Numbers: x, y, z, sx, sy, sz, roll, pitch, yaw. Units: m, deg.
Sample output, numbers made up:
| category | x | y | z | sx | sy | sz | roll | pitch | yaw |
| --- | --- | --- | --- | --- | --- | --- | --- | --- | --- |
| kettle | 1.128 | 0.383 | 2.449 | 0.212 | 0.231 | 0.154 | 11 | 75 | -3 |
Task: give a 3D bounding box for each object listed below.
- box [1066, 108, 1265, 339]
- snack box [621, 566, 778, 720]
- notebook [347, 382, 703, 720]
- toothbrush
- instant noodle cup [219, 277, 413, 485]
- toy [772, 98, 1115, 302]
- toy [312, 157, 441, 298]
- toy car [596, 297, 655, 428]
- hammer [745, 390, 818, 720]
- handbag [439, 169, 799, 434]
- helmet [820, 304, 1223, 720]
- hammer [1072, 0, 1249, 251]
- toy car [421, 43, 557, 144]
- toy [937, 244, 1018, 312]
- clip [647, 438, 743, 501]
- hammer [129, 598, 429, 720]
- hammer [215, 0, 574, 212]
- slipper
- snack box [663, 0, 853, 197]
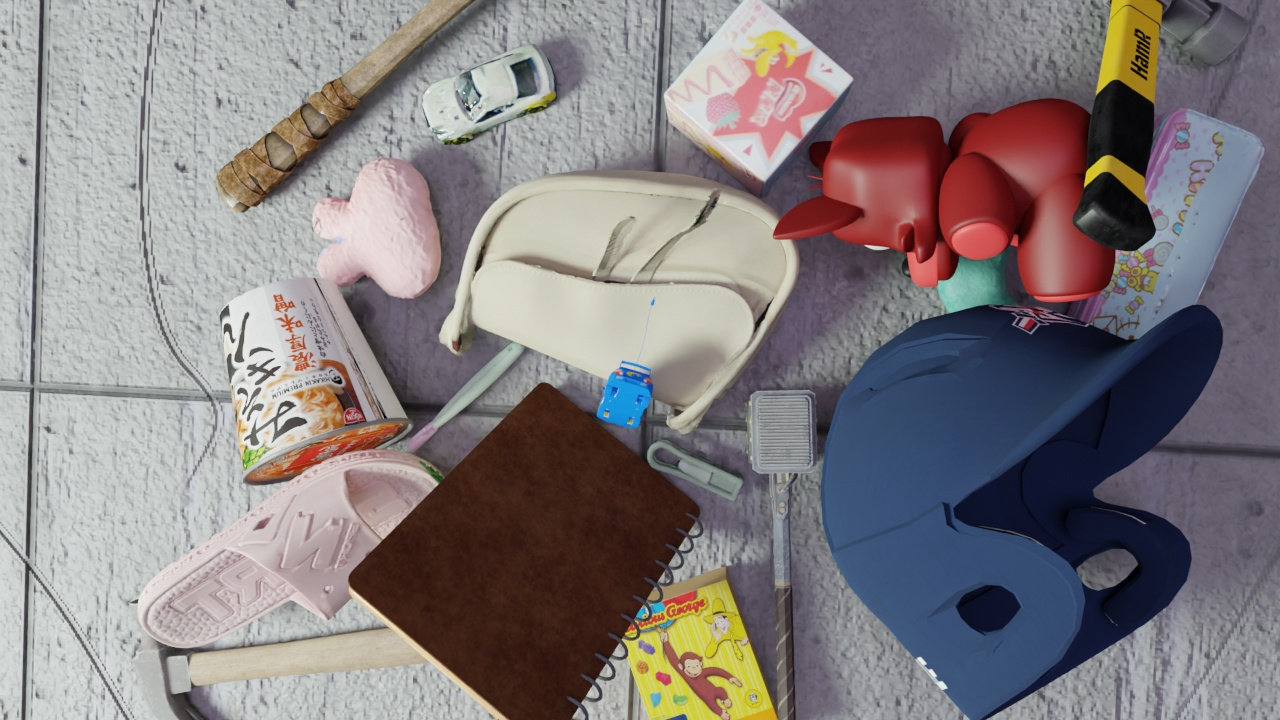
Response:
| category | x | y | z | sx | sy | sz | roll | pitch | yaw |
| --- | --- | --- | --- | --- | --- | --- | --- | --- | --- |
| box | 0.358 | -0.065 | 0.646 | 0.076 | 0.033 | 0.214 | 19 | 98 | 0 |
| snack box | 0.044 | 0.232 | 0.687 | 0.088 | 0.040 | 0.126 | -20 | 90 | 5 |
| notebook | -0.063 | 0.129 | 0.621 | 0.167 | 0.224 | 0.024 | 39 | 133 | 2 |
| toothbrush | -0.147 | 0.040 | 0.710 | 0.155 | 0.015 | 0.022 | -44 | 60 | 4 |
| instant noodle cup | -0.246 | 0.012 | 0.673 | 0.124 | 0.123 | 0.121 | -23 | 80 | 5 |
| toy | 0.199 | -0.107 | 0.601 | 0.197 | 0.158 | 0.121 | 3 | 128 | 20 |
| toy | -0.202 | -0.096 | 0.696 | 0.105 | 0.053 | 0.108 | -9 | 91 | 16 |
| toy car | -0.004 | 0.004 | 0.631 | 0.033 | 0.092 | 0.061 | 17 | 66 | -2 |
| hammer | 0.100 | 0.183 | 0.640 | 0.044 | 0.098 | 0.322 | -1 | 87 | 5 |
| handbag | -0.014 | -0.050 | 0.640 | 0.229 | 0.131 | 0.184 | 21 | 102 | 1 |
| helmet | 0.235 | 0.062 | 0.572 | 0.273 | 0.231 | 0.223 | -50 | 56 | 29 |
| hammer | 0.292 | -0.174 | 0.557 | 0.170 | 0.034 | 0.323 | 32 | 51 | -3 |
| toy car | -0.116 | -0.201 | 0.693 | 0.105 | 0.033 | 0.048 | -21 | 91 | 6 |
| toy | 0.257 | -0.060 | 0.665 | 0.085 | 0.033 | 0.105 | -4 | 85 | 2 |
| clip | 0.041 | 0.081 | 0.690 | 0.076 | 0.044 | 0.023 | 24 | 91 | 5 |
| hammer | -0.236 | 0.228 | 0.723 | 0.331 | 0.030 | 0.119 | -8 | 92 | 2 |
| hammer | -0.195 | -0.220 | 0.686 | 0.319 | 0.049 | 0.121 | -37 | 70 | 10 |
| slipper | -0.251 | 0.147 | 0.667 | 0.239 | 0.064 | 0.094 | -29 | 130 | -2 |
| snack box | 0.082 | -0.185 | 0.653 | 0.095 | 0.079 | 0.093 | 42 | 94 | 2 |
